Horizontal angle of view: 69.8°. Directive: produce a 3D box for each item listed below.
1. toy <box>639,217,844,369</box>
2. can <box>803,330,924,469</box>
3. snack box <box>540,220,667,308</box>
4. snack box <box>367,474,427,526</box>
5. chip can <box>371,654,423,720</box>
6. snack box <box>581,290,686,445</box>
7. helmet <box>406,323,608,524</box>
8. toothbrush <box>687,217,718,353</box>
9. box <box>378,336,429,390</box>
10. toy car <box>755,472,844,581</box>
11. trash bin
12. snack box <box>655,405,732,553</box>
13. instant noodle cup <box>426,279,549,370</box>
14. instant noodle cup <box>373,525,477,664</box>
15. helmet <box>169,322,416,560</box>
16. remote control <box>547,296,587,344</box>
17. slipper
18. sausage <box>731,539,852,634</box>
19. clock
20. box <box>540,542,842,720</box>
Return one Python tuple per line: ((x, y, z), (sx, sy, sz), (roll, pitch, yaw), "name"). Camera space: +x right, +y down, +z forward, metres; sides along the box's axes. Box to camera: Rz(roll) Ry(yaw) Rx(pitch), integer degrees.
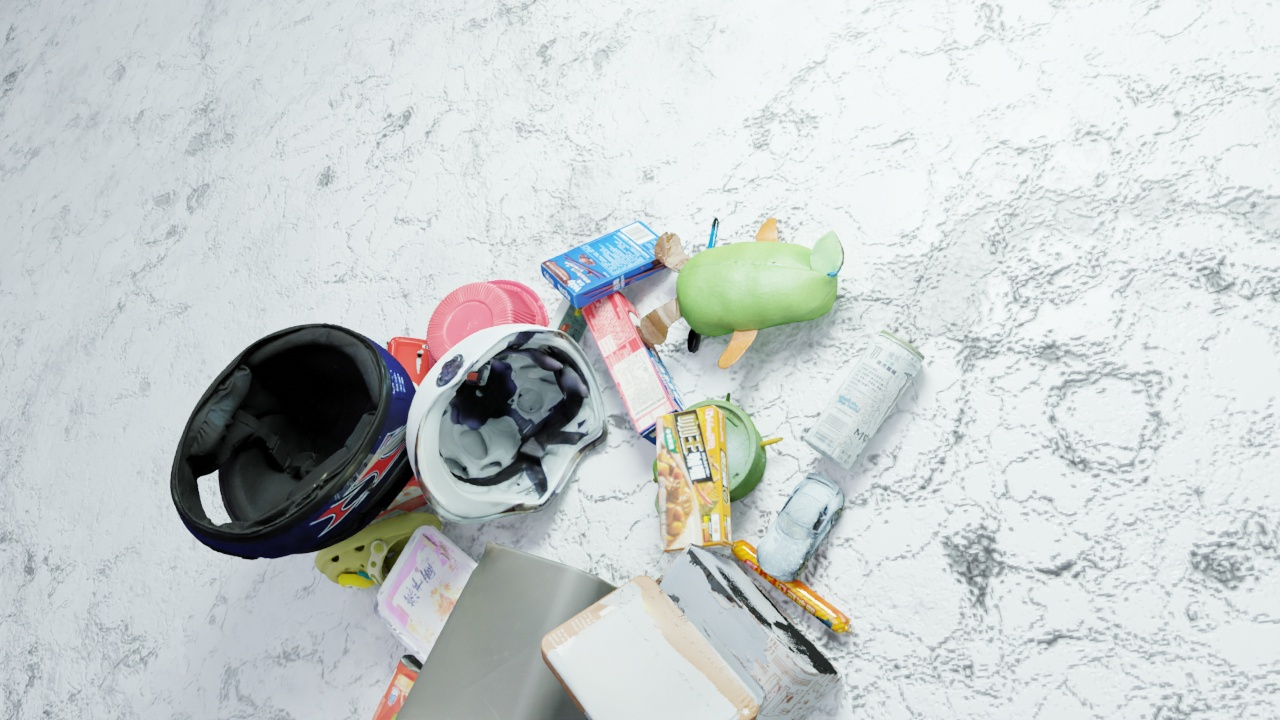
((0.120, -0.085, 1.084), (0.247, 0.090, 0.226), (2, 61, 28), "toy")
((0.238, 0.042, 0.977), (0.058, 0.058, 0.146), (35, 90, 36), "can")
((-0.040, -0.126, 1.183), (0.156, 0.026, 0.084), (-27, 48, -23), "snack box")
((-0.341, 0.189, 1.258), (0.153, 0.075, 0.025), (-26, 59, 20), "snack box")
((-0.310, 0.475, 1.124), (0.073, 0.073, 0.216), (19, 81, 35), "chip can")
((-0.007, 0.007, 1.142), (0.058, 0.057, 0.207), (-34, 56, 12), "snack box")
((-0.182, 0.065, 1.125), (0.258, 0.229, 0.146), (-43, 36, -17), "helmet")
((0.081, -0.096, 1.160), (0.014, 0.016, 0.189), (-5, 65, 39), "toothbrush")
((-0.348, 0.072, 1.328), (0.102, 0.095, 0.201), (134, 139, -60), "box")
((0.168, 0.175, 0.970), (0.054, 0.037, 0.120), (26, 75, 36), "toy car")
((-0.120, 0.335, 1.004), (0.199, 0.198, 0.219), (9, 68, 32), "trash bin")
((0.057, 0.130, 1.000), (0.075, 0.026, 0.153), (-13, 65, 26), "snack box")
((-0.223, -0.037, 1.268), (0.194, 0.066, 0.193), (-7, 66, 17), "instant noodle cup")
((-0.242, 0.306, 1.156), (0.173, 0.060, 0.138), (30, 89, 35), "instant noodle cup")
((-0.408, 0.117, 1.122), (0.247, 0.241, 0.314), (24, 58, 7), "helmet")
((-0.090, -0.057, 1.219), (0.019, 0.056, 0.135), (22, 82, 35), "remote control")
((-0.349, 0.263, 1.226), (0.191, 0.091, 0.081), (-26, 61, 16), "slipper")
((0.156, 0.236, 0.969), (0.165, 0.021, 0.021), (32, 89, 37), "sausage")
((0.076, 0.121, 1.044), (0.161, 0.056, 0.116), (-50, 53, 4), "clock")
((0.059, 0.281, 0.880), (0.179, 0.271, 0.131), (44, 123, 35), "box")
